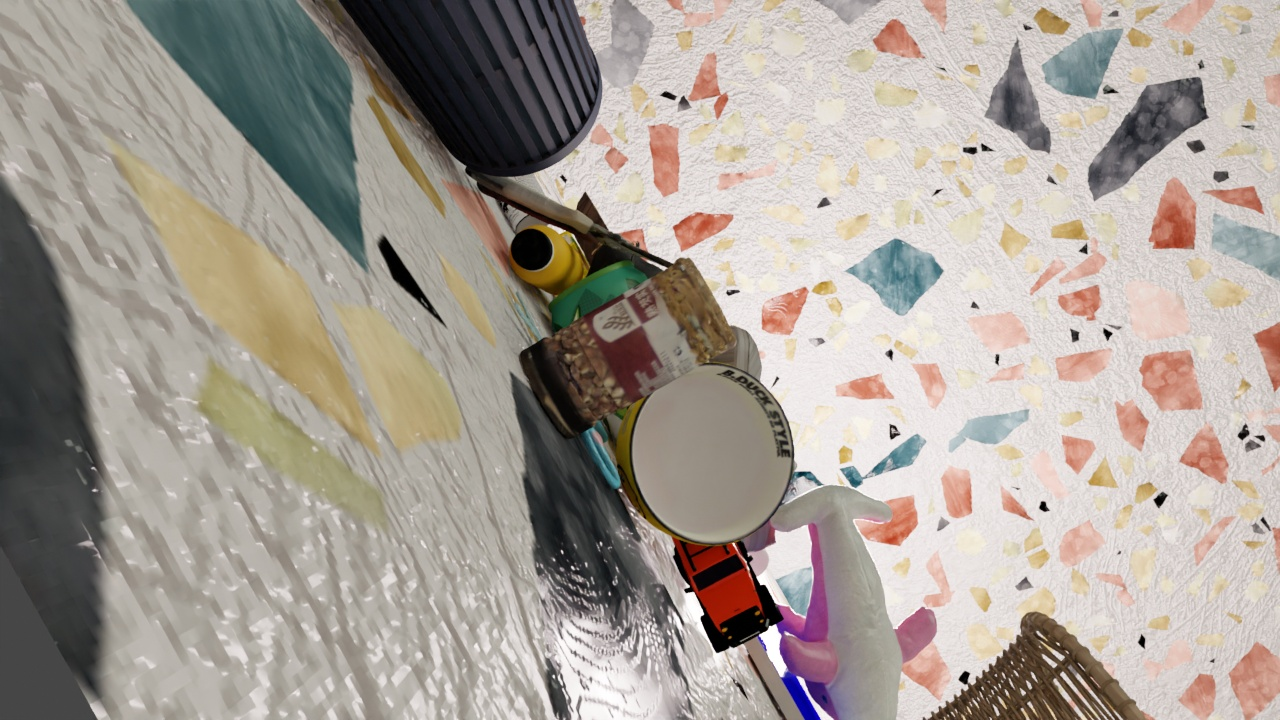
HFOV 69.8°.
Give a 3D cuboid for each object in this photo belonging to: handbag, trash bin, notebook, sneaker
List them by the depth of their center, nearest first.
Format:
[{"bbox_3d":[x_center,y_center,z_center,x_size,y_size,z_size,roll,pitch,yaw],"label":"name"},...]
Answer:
[{"bbox_3d":[-0.107,-0.220,0.562,0.139,0.139,0.249,61,1,17],"label":"trash bin"},{"bbox_3d":[-0.025,-0.050,0.781,0.079,0.129,0.054,45,42,12],"label":"handbag"},{"bbox_3d":[0.135,0.304,0.876,0.171,0.022,0.209,60,2,16],"label":"notebook"},{"bbox_3d":[0.112,0.083,0.931,0.099,0.089,0.236,-168,-100,-65],"label":"sneaker"}]

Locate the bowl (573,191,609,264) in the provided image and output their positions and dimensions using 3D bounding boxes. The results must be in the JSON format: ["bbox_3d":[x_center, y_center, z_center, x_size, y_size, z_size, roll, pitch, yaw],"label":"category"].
[{"bbox_3d":[-0.037,-0.105,0.900,0.119,0.032,0.119,59,2,-4],"label":"bowl"}]

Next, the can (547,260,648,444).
[{"bbox_3d":[-0.004,0.004,0.696,0.144,0.083,0.083,61,2,3],"label":"can"}]

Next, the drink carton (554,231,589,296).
[{"bbox_3d":[-0.061,-0.071,0.898,0.058,0.043,0.134,60,3,-35],"label":"drink carton"}]

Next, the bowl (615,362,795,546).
[{"bbox_3d":[0.035,0.062,0.612,0.117,0.117,0.068,60,-22,-5],"label":"bowl"}]

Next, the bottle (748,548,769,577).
[{"bbox_3d":[0.087,0.170,1.040,0.195,0.052,0.052,59,3,-32],"label":"bottle"}]

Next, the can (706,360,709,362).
[{"bbox_3d":[0.024,0.022,0.894,0.099,0.099,0.143,58,3,-45],"label":"can"}]

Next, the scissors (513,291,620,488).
[{"bbox_3d":[-0.043,0.016,0.577,0.118,0.015,0.139,45,22,-83],"label":"scissors"}]

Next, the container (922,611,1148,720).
[{"bbox_3d":[0.224,0.304,0.563,0.227,0.196,0.227,60,2,-5],"label":"container"}]

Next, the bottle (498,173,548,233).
[{"bbox_3d":[-0.121,-0.172,0.842,0.116,0.041,0.041,61,2,16],"label":"bottle"}]

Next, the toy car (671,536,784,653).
[{"bbox_3d":[0.054,0.146,0.623,0.049,0.051,0.100,62,0,-38],"label":"toy car"}]

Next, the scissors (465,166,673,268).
[{"bbox_3d":[-0.046,-0.102,0.702,0.188,0.015,0.140,31,-8,-17],"label":"scissors"}]

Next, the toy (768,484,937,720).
[{"bbox_3d":[0.190,0.259,0.918,0.128,0.186,0.265,-22,-109,58],"label":"toy"}]

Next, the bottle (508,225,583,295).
[{"bbox_3d":[-0.072,-0.076,0.701,0.043,0.043,0.143,61,2,1],"label":"bottle"}]

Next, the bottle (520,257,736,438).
[{"bbox_3d":[-0.006,-0.007,0.497,0.056,0.105,0.056,61,2,-4],"label":"bottle"}]
